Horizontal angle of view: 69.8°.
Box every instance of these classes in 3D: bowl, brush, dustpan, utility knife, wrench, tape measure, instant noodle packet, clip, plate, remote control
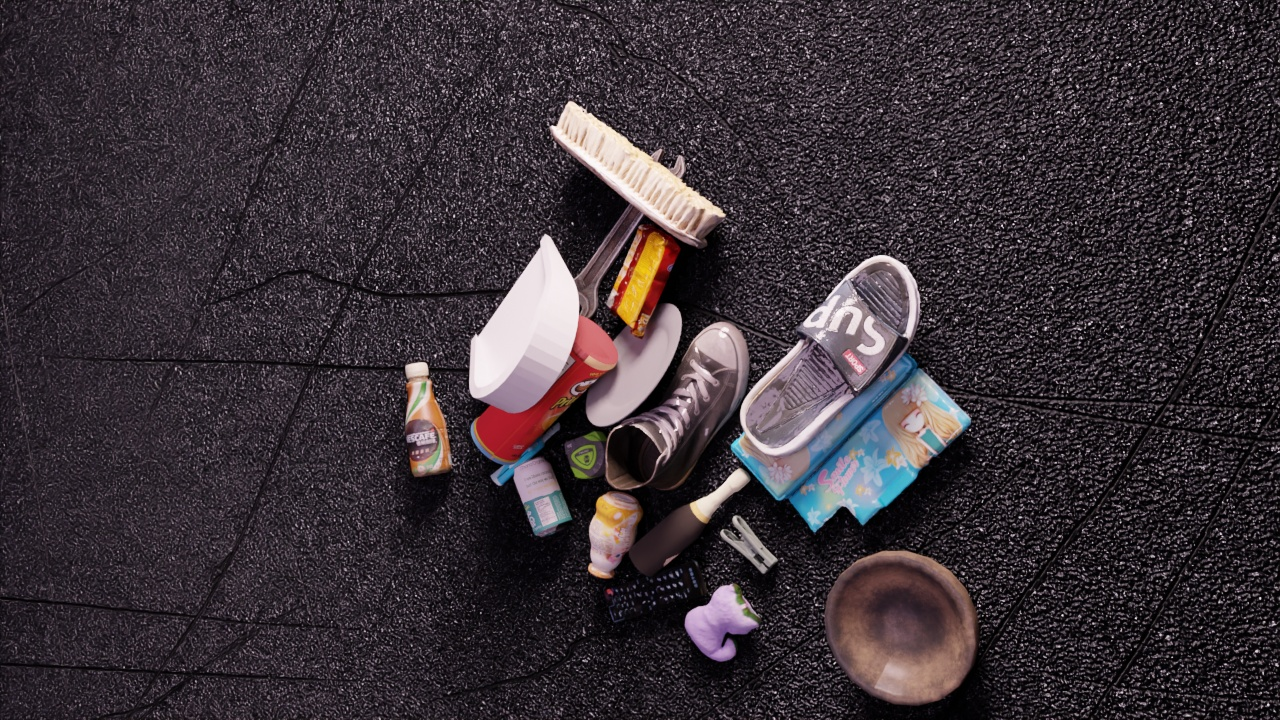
[{"bbox_3d":[0.289,0.286,1.005,0.162,0.070,0.162,0,91,30],"label":"bowl"},{"bbox_3d":[-0.008,-0.234,1.150,0.271,0.083,0.057,42,110,23],"label":"brush"},{"bbox_3d":[-0.164,-0.045,1.185,0.192,0.053,0.257,-53,32,15],"label":"dustpan"},{"bbox_3d":[-0.161,0.130,1.295,0.141,0.015,0.022,-43,70,21],"label":"utility knife"},{"bbox_3d":[-0.030,-0.162,1.218,0.070,0.010,0.274,44,111,22],"label":"wrench"},{"bbox_3d":[-0.065,0.128,1.228,0.066,0.035,0.058,-21,71,32],"label":"tape measure"},{"bbox_3d":[0.002,-0.103,1.162,0.135,0.039,0.098,-67,23,13],"label":"instant noodle packet"},{"bbox_3d":[0.133,0.227,1.123,0.075,0.023,0.037,45,110,20],"label":"clip"},{"bbox_3d":[-0.007,0.007,1.145,0.179,0.012,0.178,-41,28,28],"label":"plate"},{"bbox_3d":[0.020,0.300,1.190,0.151,0.022,0.047,-25,79,30],"label":"remote control"}]

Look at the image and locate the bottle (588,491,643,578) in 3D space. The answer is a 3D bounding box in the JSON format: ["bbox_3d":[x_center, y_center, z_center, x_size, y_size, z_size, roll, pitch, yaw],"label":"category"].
[{"bbox_3d":[-0.037,0.228,1.196,0.063,0.063,0.109,21,99,28],"label":"bottle"}]

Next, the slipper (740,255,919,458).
[{"bbox_3d":[0.205,0.001,1.018,0.264,0.063,0.111,-50,66,23],"label":"slipper"}]

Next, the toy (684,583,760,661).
[{"bbox_3d":[0.104,0.326,1.134,0.100,0.036,0.080,-40,82,29],"label":"toy"}]

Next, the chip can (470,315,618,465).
[{"bbox_3d":[-0.128,0.041,1.202,0.214,0.086,0.087,-45,70,25],"label":"chip can"}]

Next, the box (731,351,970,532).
[{"bbox_3d":[0.238,0.086,1.055,0.181,0.039,0.227,48,111,22],"label":"box"}]

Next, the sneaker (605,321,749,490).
[{"bbox_3d":[0.044,0.059,1.116,0.095,0.119,0.235,40,107,23],"label":"sneaker"}]

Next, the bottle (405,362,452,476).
[{"bbox_3d":[-0.320,0.087,1.360,0.059,0.059,0.167,-13,84,29],"label":"bottle"}]

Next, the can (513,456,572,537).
[{"bbox_3d":[-0.135,0.187,1.257,0.055,0.054,0.101,-29,77,27],"label":"can"}]

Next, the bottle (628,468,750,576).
[{"bbox_3d":[0.065,0.198,1.149,0.185,0.045,0.045,-43,70,16],"label":"bottle"}]
